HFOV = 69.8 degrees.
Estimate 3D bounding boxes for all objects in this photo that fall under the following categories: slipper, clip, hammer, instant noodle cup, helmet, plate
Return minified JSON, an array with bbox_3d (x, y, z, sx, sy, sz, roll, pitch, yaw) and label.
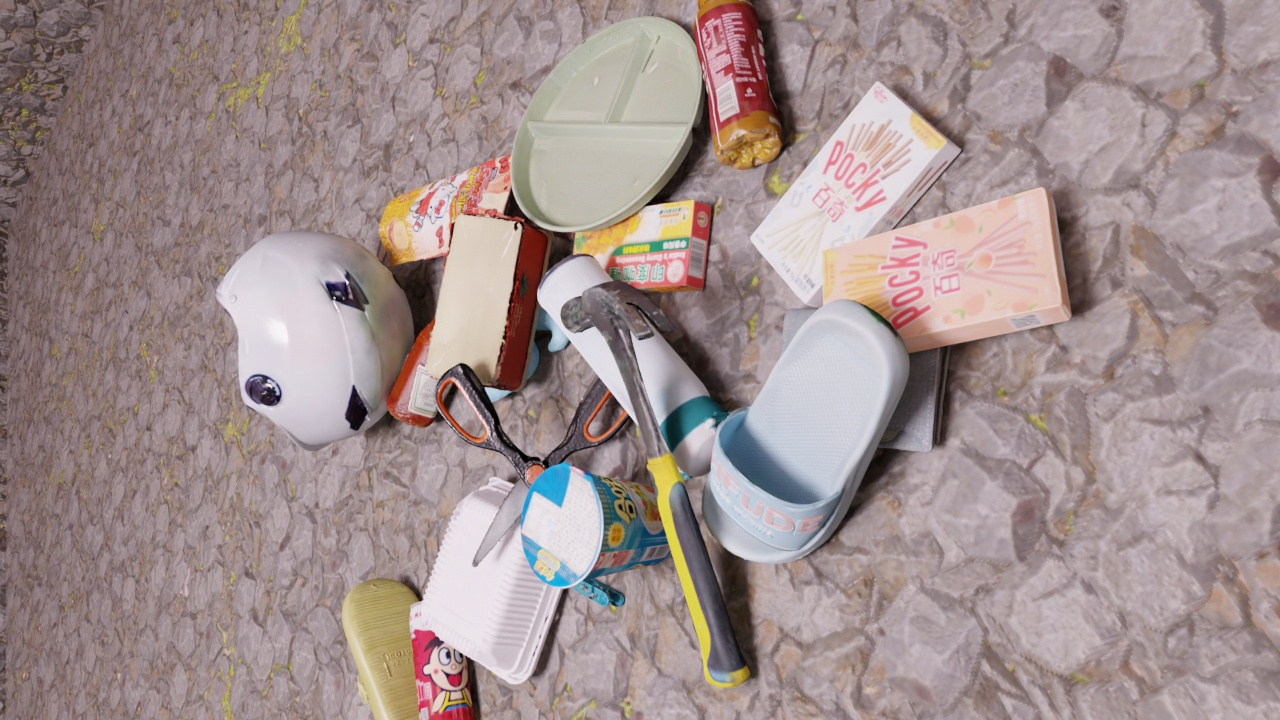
[{"bbox_3d":[-0.276,0.331,0.989,0.082,0.091,0.190,-46,56,30],"label":"slipper"},{"bbox_3d":[-0.039,0.209,0.830,0.057,0.046,0.014,16,93,46],"label":"clip"},{"bbox_3d":[0.020,0.094,0.703,0.126,0.031,0.323,-16,92,63],"label":"hammer"},{"bbox_3d":[-0.144,0.208,0.881,0.138,0.060,0.173,17,88,36],"label":"instant noodle cup"},{"bbox_3d":[-0.027,0.138,0.768,0.099,0.109,0.099,-10,75,43],"label":"instant noodle cup"},{"bbox_3d":[0.103,0.064,0.640,0.104,0.074,0.246,44,136,24],"label":"slipper"},{"bbox_3d":[-0.342,-0.029,1.056,0.146,0.228,0.259,-9,105,15],"label":"helmet"},{"bbox_3d":[-0.033,-0.224,0.882,0.231,0.027,0.229,-17,61,33],"label":"plate"}]

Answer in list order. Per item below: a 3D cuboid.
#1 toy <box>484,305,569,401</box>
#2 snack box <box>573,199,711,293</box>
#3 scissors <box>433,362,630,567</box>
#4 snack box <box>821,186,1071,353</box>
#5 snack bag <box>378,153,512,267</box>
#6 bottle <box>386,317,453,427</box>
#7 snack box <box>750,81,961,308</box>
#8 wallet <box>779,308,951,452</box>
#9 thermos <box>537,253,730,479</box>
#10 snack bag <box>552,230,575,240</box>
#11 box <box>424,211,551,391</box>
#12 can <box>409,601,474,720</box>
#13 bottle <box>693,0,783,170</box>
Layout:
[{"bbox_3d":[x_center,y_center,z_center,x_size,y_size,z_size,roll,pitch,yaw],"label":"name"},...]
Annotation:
[{"bbox_3d":[-0.141,-0.020,0.957,0.162,0.049,0.156,15,88,34],"label":"toy"},{"bbox_3d":[-0.004,-0.102,0.854,0.156,0.027,0.077,1,84,45],"label":"snack box"},{"bbox_3d":[-0.090,0.085,0.838,0.221,0.022,0.230,-37,86,-2],"label":"scissors"},{"bbox_3d":[0.198,-0.052,0.616,0.158,0.026,0.084,-14,64,34],"label":"snack box"},{"bbox_3d":[-0.209,-0.167,1.039,0.208,0.073,0.128,-8,53,42],"label":"snack bag"},{"bbox_3d":[-0.219,-0.025,1.029,0.060,0.059,0.206,34,100,43],"label":"bottle"},{"bbox_3d":[0.159,-0.124,0.701,0.157,0.026,0.084,-52,50,25],"label":"snack box"},{"bbox_3d":[0.156,0.013,0.667,0.130,0.037,0.106,3,82,43],"label":"wallet"},{"bbox_3d":[-0.005,0.005,0.790,0.224,0.073,0.073,50,116,29],"label":"thermos"},{"bbox_3d":[-0.068,-0.175,0.933,0.048,0.026,0.104,19,95,49],"label":"snack bag"},{"bbox_3d":[-0.154,-0.058,0.897,0.091,0.077,0.168,10,88,21],"label":"box"},{"bbox_3d":[-0.206,0.316,0.946,0.053,0.053,0.132,-31,61,36],"label":"can"},{"bbox_3d":[0.079,-0.252,0.783,0.058,0.057,0.174,-24,66,39],"label":"bottle"}]
